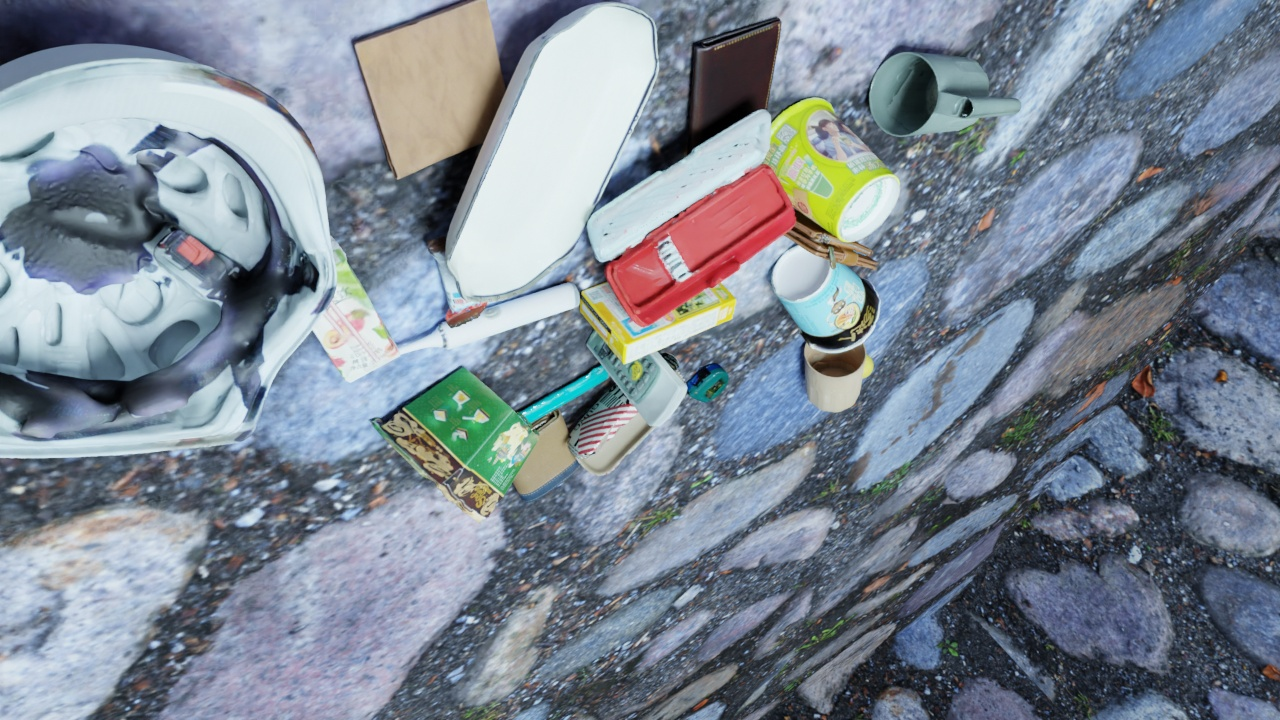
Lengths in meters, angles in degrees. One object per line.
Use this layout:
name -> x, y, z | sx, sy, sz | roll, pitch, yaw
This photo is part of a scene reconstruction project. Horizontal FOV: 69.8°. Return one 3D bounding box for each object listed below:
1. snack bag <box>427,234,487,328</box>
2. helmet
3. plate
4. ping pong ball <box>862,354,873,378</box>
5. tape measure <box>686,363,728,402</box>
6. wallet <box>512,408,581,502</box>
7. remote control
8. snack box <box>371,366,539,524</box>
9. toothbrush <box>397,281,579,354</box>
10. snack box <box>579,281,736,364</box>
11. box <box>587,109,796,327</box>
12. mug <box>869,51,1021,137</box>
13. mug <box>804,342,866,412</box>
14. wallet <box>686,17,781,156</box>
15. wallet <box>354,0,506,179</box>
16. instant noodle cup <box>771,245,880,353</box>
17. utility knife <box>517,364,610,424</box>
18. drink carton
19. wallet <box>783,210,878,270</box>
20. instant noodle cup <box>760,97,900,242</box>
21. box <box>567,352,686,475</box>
snack bag -> -0.158, -0.074, 0.800 | 0.045, 0.026, 0.105 | -24, 143, -19
helmet -> -0.310, -0.072, 0.534 | 0.228, 0.146, 0.259 | -2, 124, -46
plate -> -0.077, -0.164, 0.735 | 0.161, 0.034, 0.266 | -16, 141, -55
ping pong ball -> 0.333, 0.008, 1.393 | 0.040, 0.040, 0.040 | -27, 146, -20
tape measure -> 0.088, 0.031, 1.184 | 0.054, 0.025, 0.058 | -48, 148, 14
wallet -> -0.117, 0.111, 1.067 | 0.090, 0.033, 0.115 | -35, 147, -13
remote control -> -0.006, 0.006, 0.951 | 0.019, 0.135, 0.056 | 7, 126, -48
snack box -> -0.173, 0.077, 0.908 | 0.105, 0.117, 0.118 | -47, 152, -12
toothbrush -> -0.157, -0.031, 0.854 | 0.220, 0.027, 0.026 | -20, 133, -27
snack box -> 0.018, -0.057, 0.944 | 0.140, 0.087, 0.034 | -25, 145, -23
box -> 0.049, -0.137, 0.871 | 0.201, 0.069, 0.158 | -34, 132, -9
mug -> 0.319, -0.273, 0.956 | 0.103, 0.124, 0.084 | -14, 122, -39
mug -> 0.284, 0.000, 1.310 | 0.124, 0.084, 0.104 | -57, 156, -24
wallet -> 0.085, -0.246, 0.844 | 0.096, 0.020, 0.122 | -28, 146, -24
wallet -> -0.147, -0.197, 0.667 | 0.101, 0.020, 0.115 | -28, 144, -19
instant noodle cup -> 0.218, -0.080, 1.113 | 0.111, 0.111, 0.120 | -46, 140, 9
utility knife -> -0.104, 0.048, 1.017 | 0.184, 0.013, 0.029 | -30, 144, -18
drink carton -> -0.242, -0.038, 0.740 | 0.053, 0.045, 0.123 | -30, 147, -13
wallet -> 0.196, -0.135, 1.002 | 0.130, 0.119, 0.035 | 5, 121, -48
instant noodle cup -> 0.192, -0.185, 0.929 | 0.111, 0.123, 0.112 | -27, 146, -20
box -> -0.009, 0.065, 1.066 | 0.162, 0.075, 0.086 | -47, 125, -10
